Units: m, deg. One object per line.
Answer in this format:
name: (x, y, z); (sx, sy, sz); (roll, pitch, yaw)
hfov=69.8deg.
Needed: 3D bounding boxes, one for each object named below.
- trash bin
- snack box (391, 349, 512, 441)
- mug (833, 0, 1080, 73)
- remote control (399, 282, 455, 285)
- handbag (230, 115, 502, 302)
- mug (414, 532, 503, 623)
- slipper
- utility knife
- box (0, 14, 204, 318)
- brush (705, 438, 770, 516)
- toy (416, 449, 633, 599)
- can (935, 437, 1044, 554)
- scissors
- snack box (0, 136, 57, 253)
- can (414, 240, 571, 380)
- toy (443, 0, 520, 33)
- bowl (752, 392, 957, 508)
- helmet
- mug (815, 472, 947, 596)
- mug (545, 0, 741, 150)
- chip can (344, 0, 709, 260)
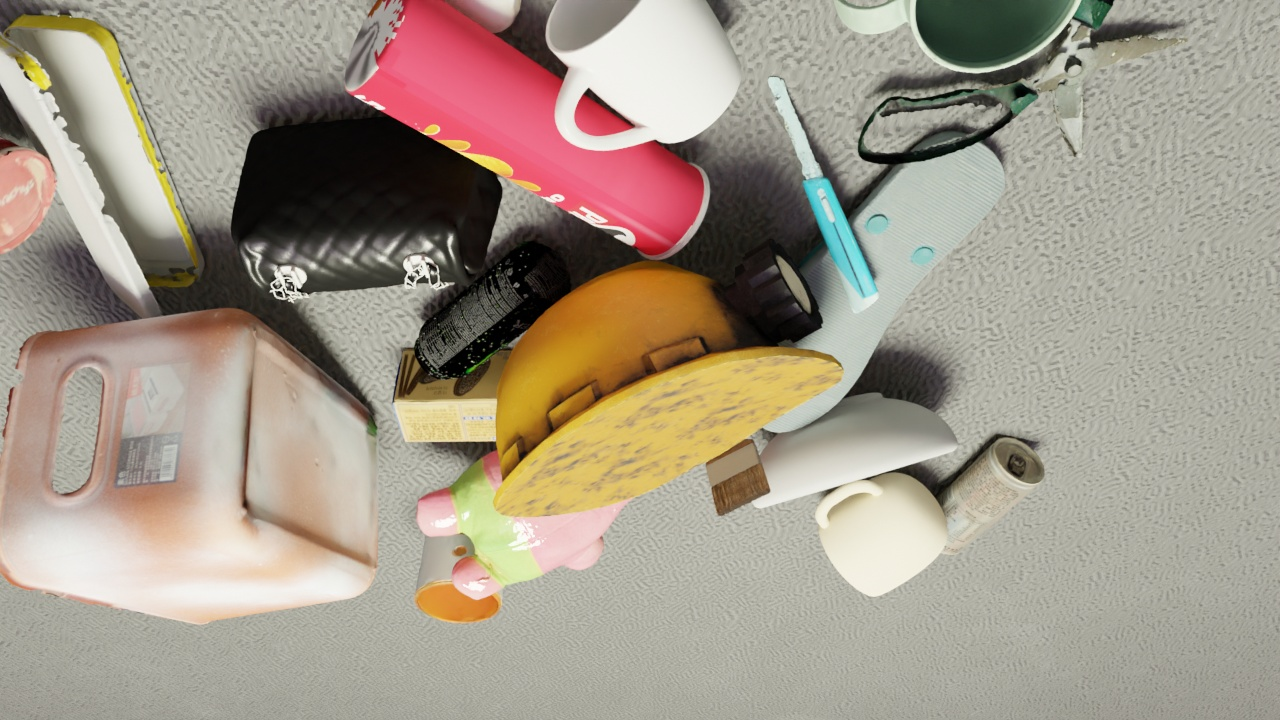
trash bin: (-0.313, 0.088, 0.694); (0.157, 0.181, 0.260); (-9, 156, 4)
snack box: (-0.094, 0.028, 0.761); (0.207, 0.057, 0.056); (-1, 139, -2)
mug: (0.153, -0.206, 0.468); (0.111, 0.103, 0.084); (-17, 136, 16)
remote control: (-0.202, -0.069, 0.681); (0.136, 0.013, 0.033); (-1, 137, 2)
handbag: (-0.168, -0.081, 0.585); (0.154, 0.124, 0.115); (-2, 138, 1)
mug: (-0.173, 0.192, 0.902); (0.082, 0.105, 0.082); (0, 139, -1)
slipper: (0.152, -0.059, 0.681); (0.098, 0.054, 0.269); (22, 122, -18)
utility knife: (0.119, -0.108, 0.613); (0.022, 0.015, 0.176); (-26, 115, 11)
box: (-0.352, -0.118, 0.598); (0.067, 0.069, 0.211); (18, 139, 11)
brush: (0.065, 0.056, 0.728); (0.045, 0.143, 0.008); (-31, 133, 17)
toy: (-0.076, 0.122, 0.834); (0.236, 0.096, 0.192); (-25, 117, -4)
can: (0.325, 0.134, 0.886); (0.054, 0.054, 0.136); (12, 136, -14)
scissors: (0.219, -0.190, 0.544); (0.204, 0.015, 0.202); (-17, 131, 12)
snack box: (-0.430, -0.121, 0.549); (0.121, 0.072, 0.072); (28, 134, 0)
can: (-0.112, -0.035, 0.690); (0.138, 0.053, 0.054); (-33, 129, 31)
toy: (-0.091, -0.217, 0.500); (0.123, 0.038, 0.079); (-14, 151, 27)
bowl: (0.172, 0.070, 0.779); (0.176, 0.066, 0.177); (-16, 169, -3)
helmet: (-0.004, 0.004, 0.638); (0.256, 0.131, 0.205); (-30, 158, 22)
mug: (0.231, 0.154, 0.879); (0.120, 0.096, 0.100); (37, 119, -20)
mug: (-0.003, -0.162, 0.514); (0.081, 0.114, 0.087); (21, 168, 47)
chip can: (-0.059, -0.135, 0.545); (0.220, 0.069, 0.069); (24, 133, -37)
